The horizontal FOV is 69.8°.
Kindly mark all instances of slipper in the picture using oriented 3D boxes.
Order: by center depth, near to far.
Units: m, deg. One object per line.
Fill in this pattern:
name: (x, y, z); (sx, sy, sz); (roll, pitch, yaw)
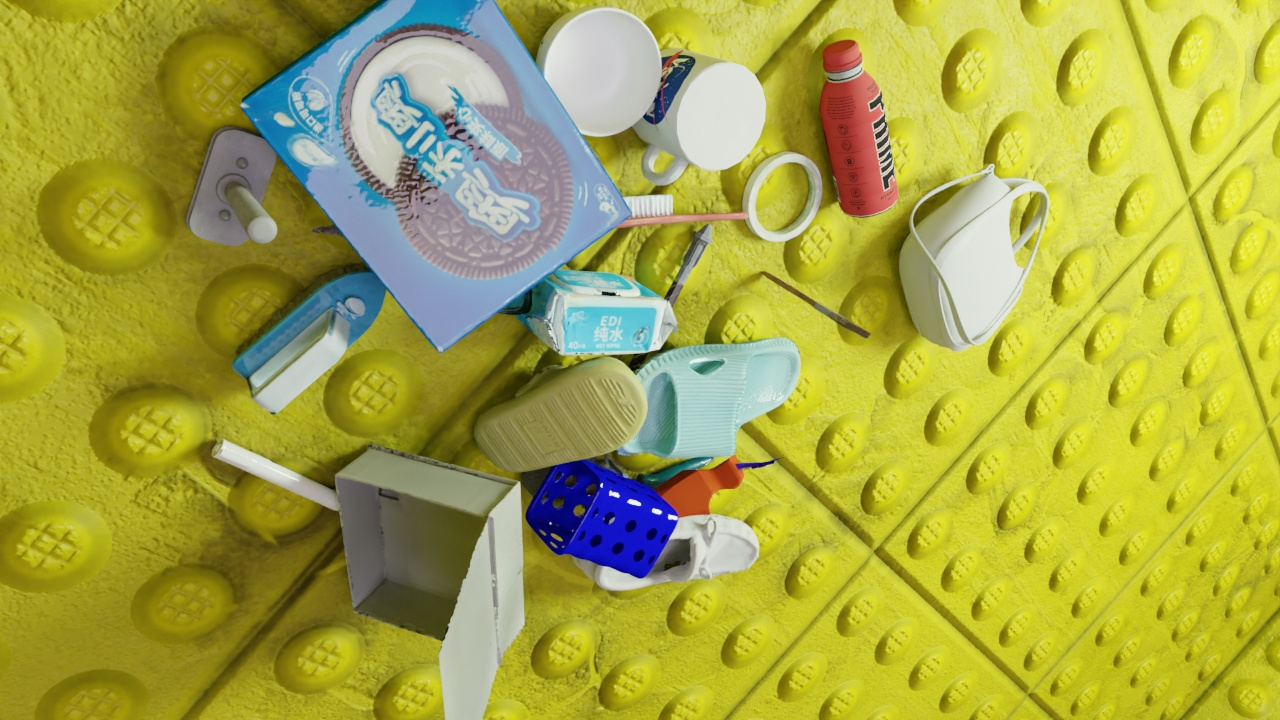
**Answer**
slipper: (-0.073, 0.047, 0.879); (0.191, 0.081, 0.091); (-23, 112, 28)
slipper: (0.087, 0.037, 0.962); (0.275, 0.069, 0.116); (-13, 116, -39)
slipper: (0.039, 0.223, 1.064); (0.246, 0.074, 0.112); (6, 126, -34)

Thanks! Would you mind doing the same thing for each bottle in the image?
bottle: (0.217, -0.234, 0.928); (0.062, 0.062, 0.177); (-31, 126, -13)

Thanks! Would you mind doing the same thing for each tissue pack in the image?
tissue pack: (-0.046, -0.047, 0.853); (0.144, 0.093, 0.062); (-2, 113, -30)

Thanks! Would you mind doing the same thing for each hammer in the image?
hammer: (-0.006, 0.006, 0.940); (0.098, 0.044, 0.322); (22, 99, -36)

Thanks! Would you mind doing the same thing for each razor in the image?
razor: (-0.286, -0.112, 0.664); (0.047, 0.116, 0.088); (14, 107, -40)

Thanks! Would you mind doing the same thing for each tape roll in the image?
tape roll: (0.148, -0.169, 0.952); (0.093, 0.013, 0.093); (-13, 121, -24)

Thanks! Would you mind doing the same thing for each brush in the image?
brush: (-0.263, -0.022, 0.751); (0.136, 0.075, 0.055); (-42, 128, -4)
brush: (0.029, -0.145, 0.883); (0.172, 0.041, 0.030); (-8, 100, -28)
brush: (0.172, -0.062, 0.939); (0.045, 0.143, 0.008); (20, 105, -45)

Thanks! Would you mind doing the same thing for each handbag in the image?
handbag: (0.409, -0.136, 1.075); (0.222, 0.095, 0.216); (-40, 130, -13)

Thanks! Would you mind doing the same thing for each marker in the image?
marker: (-0.318, 0.105, 0.820); (0.133, 0.020, 0.017); (37, 83, -38)

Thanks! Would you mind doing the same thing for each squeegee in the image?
squeegee: (0.054, 0.144, 0.982); (0.185, 0.249, 0.055); (-32, 82, -2)

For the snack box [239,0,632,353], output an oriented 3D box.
snack box: (-0.152, -0.156, 0.714); (0.195, 0.056, 0.239); (-36, 112, -2)

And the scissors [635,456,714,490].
scissors: (0.022, 0.136, 1.032); (0.139, 0.019, 0.129); (-50, 133, 6)

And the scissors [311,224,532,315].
scissors: (-0.169, -0.133, 0.774); (0.209, 0.015, 0.154); (23, 81, -22)

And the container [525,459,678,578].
container: (-0.036, 0.155, 0.910); (0.113, 0.084, 0.085); (28, 94, -38)

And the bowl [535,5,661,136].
bowl: (-0.039, -0.246, 0.776); (0.104, 0.054, 0.105); (-10, 118, -19)

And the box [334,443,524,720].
box: (-0.100, 0.240, 0.711); (0.148, 0.506, 0.167); (-14, 120, -29)

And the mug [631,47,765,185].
mug: (0.041, -0.212, 0.819); (0.091, 0.090, 0.121); (24, 100, -37)
